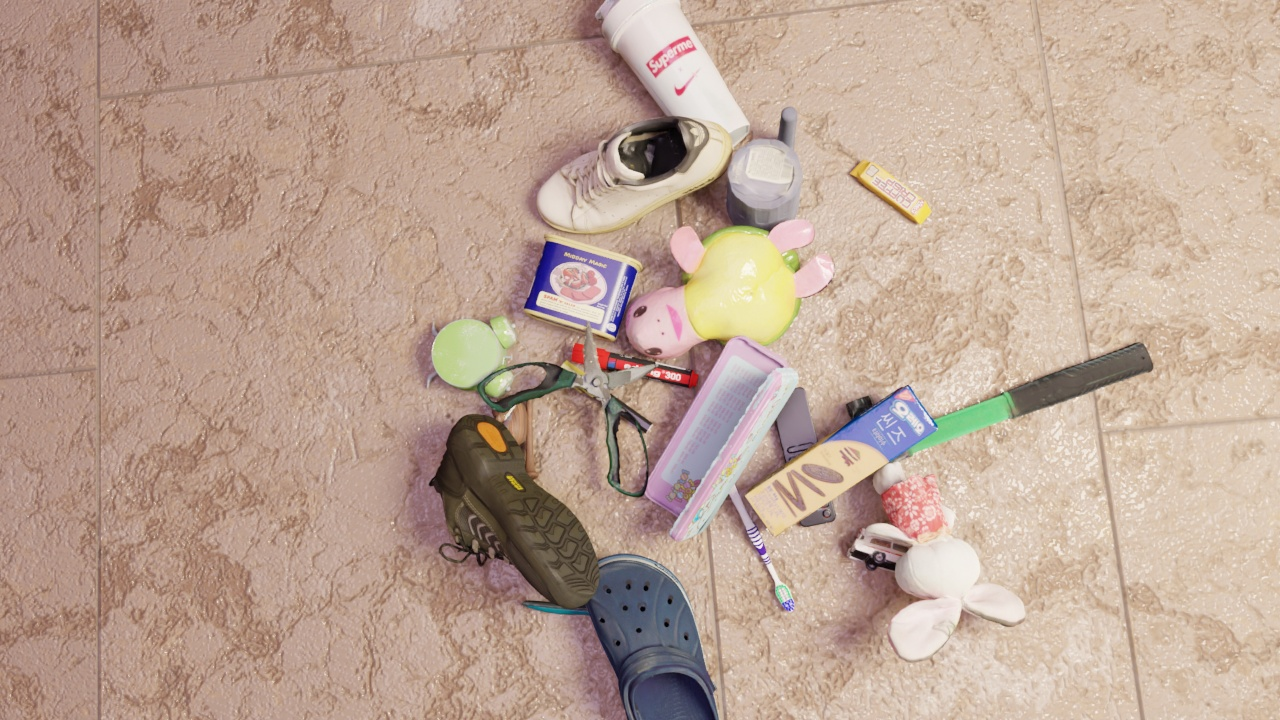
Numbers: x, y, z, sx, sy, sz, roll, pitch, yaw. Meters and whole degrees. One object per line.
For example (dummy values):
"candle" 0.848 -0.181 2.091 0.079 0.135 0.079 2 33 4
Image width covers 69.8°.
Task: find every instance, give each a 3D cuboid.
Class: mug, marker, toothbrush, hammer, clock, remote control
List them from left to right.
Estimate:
"clock" -0.189 -0.005 1.052 0.119 0.042 0.094 1 84 5
"marker" -0.040 0.044 1.044 0.124 0.017 0.021 35 87 7
"marker" -0.006 0.006 1.042 0.145 0.024 0.021 13 46 7
"toothbrush" 0.124 0.190 1.010 0.015 0.016 0.186 -26 81 1
"mug" 0.144 -0.208 1.015 0.084 0.104 0.124 23 86 9
"remote control" 0.179 0.106 1.013 0.041 0.020 0.152 -13 83 8
"hammer" 0.396 0.051 0.994 0.319 0.032 0.130 -21 80 2

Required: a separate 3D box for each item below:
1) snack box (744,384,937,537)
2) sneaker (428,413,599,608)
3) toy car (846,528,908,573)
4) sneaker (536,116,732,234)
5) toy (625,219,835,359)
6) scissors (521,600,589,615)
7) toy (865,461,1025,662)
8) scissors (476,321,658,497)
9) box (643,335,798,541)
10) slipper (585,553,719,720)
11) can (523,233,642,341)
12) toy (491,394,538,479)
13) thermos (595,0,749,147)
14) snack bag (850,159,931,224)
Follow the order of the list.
"snack box" 0.210 0.105 0.966 0.207 0.057 0.056 -36 82 8
"sneaker" -0.156 0.186 0.972 0.143 0.101 0.238 -49 65 23
"toy car" 0.282 0.211 0.983 0.113 0.039 0.039 14 63 6
"sneaker" -0.024 -0.202 1.004 0.242 0.102 0.089 -17 85 26
"toy" 0.095 -0.069 1.010 0.238 0.087 0.190 -29 104 7
"scissors" -0.061 0.252 1.018 0.156 0.019 0.124 -12 84 2
"toy" 0.289 0.193 0.925 0.159 0.084 0.194 -15 69 -21
"scissors" -0.069 0.063 1.008 0.202 0.015 0.201 -14 87 6
"box" 0.078 0.085 0.958 0.089 0.092 0.214 32 106 8
"slipper" 0.022 0.321 0.958 0.105 0.095 0.252 -22 88 -2
"can" -0.067 -0.081 1.043 0.116 0.056 0.092 17 86 7
"toy" -0.143 0.083 1.038 0.054 0.042 0.101 3 74 -16
"thermos" 0.041 -0.338 1.050 0.099 0.099 0.220 -34 85 0
"snack bag" 0.285 -0.192 1.041 0.099 0.020 0.026 40 89 9
